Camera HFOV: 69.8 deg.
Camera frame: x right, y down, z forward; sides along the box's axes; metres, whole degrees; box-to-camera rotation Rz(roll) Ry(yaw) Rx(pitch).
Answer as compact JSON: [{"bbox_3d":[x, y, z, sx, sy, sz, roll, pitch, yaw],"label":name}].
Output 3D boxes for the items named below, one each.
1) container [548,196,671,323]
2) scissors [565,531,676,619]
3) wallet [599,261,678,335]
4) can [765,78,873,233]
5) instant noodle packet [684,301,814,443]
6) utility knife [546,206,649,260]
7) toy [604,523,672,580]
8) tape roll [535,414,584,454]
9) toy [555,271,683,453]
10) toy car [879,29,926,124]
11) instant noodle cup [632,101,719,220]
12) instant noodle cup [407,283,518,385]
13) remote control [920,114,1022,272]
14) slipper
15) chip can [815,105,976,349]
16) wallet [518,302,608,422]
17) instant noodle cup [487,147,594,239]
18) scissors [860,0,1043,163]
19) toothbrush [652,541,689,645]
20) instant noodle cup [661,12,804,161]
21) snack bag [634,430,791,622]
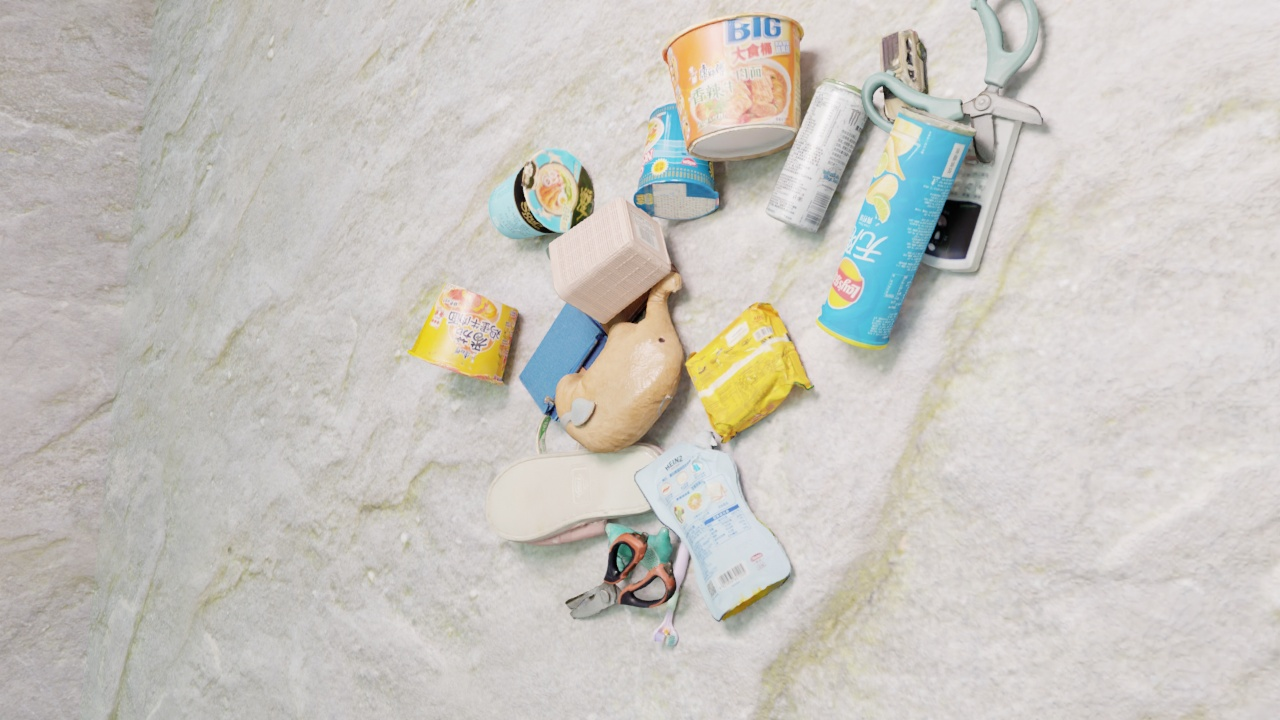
[{"bbox_3d":[-0.033,-0.118,1.056,0.111,0.090,0.089,-33,47,27],"label":"container"},{"bbox_3d":[-0.037,0.254,1.064,0.207,0.015,0.193,14,117,41],"label":"scissors"},{"bbox_3d":[-0.018,-0.099,1.127,0.125,0.032,0.101,-49,57,27],"label":"wallet"},{"bbox_3d":[0.181,-0.206,0.932,0.058,0.058,0.147,33,106,42],"label":"can"},{"bbox_3d":[0.114,0.012,0.972,0.129,0.044,0.110,-39,64,36],"label":"instant noodle packet"},{"bbox_3d":[-0.048,-0.166,1.179,0.220,0.022,0.031,-17,78,36],"label":"utility knife"},{"bbox_3d":[-0.003,0.219,1.055,0.092,0.030,0.097,16,121,30],"label":"toy"},{"bbox_3d":[-0.103,0.101,1.187,0.086,0.013,0.085,-9,77,43],"label":"tape roll"},{"bbox_3d":[-0.006,0.006,1.061,0.226,0.082,0.143,-49,56,8],"label":"toy"},{"bbox_3d":[0.253,-0.274,0.891,0.042,0.035,0.090,-10,79,44],"label":"toy car"},{"bbox_3d":[0.043,-0.231,1.051,0.099,0.099,0.109,-14,66,42],"label":"instant noodle cup"},{"bbox_3d":[-0.236,-0.038,1.261,0.138,0.138,0.110,19,88,44],"label":"instant noodle cup"},{"bbox_3d":[0.298,-0.156,0.837,0.058,0.021,0.150,19,96,44],"label":"remote control"},{"bbox_3d":[-0.075,0.161,1.121,0.275,0.054,0.114,-17,75,29],"label":"slipper"},{"bbox_3d":[0.229,-0.118,0.835,0.071,0.071,0.211,38,121,40],"label":"chip can"},{"bbox_3d":[-0.096,-0.001,1.177,0.133,0.040,0.106,-56,46,14],"label":"wallet"},{"bbox_3d":[-0.141,-0.212,1.215,0.121,0.111,0.111,-8,78,50],"label":"instant noodle cup"},{"bbox_3d":[0.280,-0.258,0.837,0.180,0.019,0.170,-1,85,32],"label":"scissors"},{"bbox_3d":[0.047,0.223,1.020,0.021,0.029,0.189,-153,75,-81],"label":"toothbrush"},{"bbox_3d":[0.102,-0.280,0.966,0.152,0.151,0.111,-9,85,43],"label":"instant noodle cup"},{"bbox_3d":[0.075,0.170,0.978,0.110,0.038,0.191,-43,60,25],"label":"snack bag"}]
